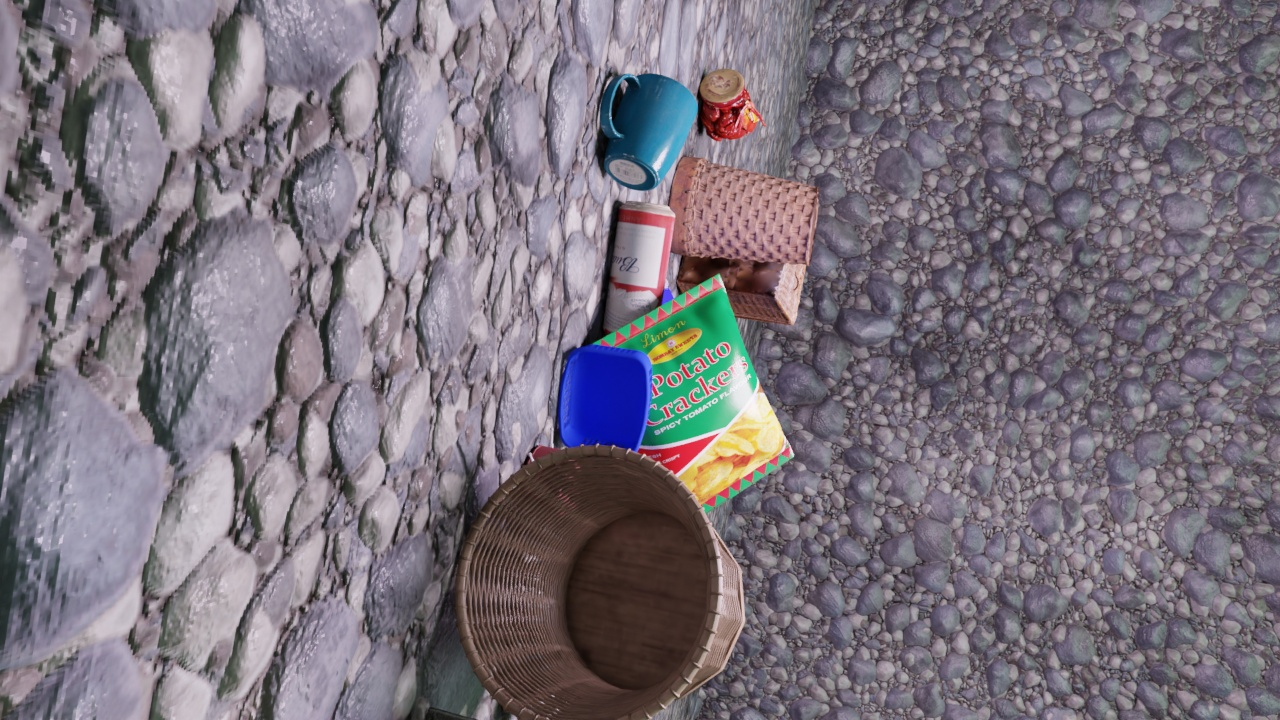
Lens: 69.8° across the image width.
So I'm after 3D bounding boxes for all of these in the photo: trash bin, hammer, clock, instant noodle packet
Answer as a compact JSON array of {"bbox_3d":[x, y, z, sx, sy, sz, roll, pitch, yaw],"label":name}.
[{"bbox_3d":[0.159,-0.223,1.388,0.151,0.210,0.151,10,89,-78],"label":"trash bin"},{"bbox_3d":[-0.156,0.267,0.626,0.330,0.132,0.033,46,54,-62],"label":"hammer"},{"bbox_3d":[-0.090,0.139,0.926,0.087,0.044,0.125,-52,150,-65],"label":"clock"},{"bbox_3d":[0.062,0.054,1.081,0.090,0.195,0.253,13,-50,65],"label":"instant noodle packet"}]

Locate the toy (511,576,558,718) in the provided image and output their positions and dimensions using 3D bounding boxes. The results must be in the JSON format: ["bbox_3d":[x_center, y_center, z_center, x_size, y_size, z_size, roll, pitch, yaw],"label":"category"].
[{"bbox_3d":[-0.106,0.325,0.961,0.106,0.130,0.205,-10,-89,59],"label":"toy"}]

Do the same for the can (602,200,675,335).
[{"bbox_3d":[-0.003,-0.101,1.084,0.067,0.067,0.170,-23,122,-75],"label":"can"}]

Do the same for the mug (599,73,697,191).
[{"bbox_3d":[-0.002,-0.248,0.978,0.112,0.085,0.104,41,62,-43],"label":"mug"}]

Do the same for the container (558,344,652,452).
[{"bbox_3d":[-0.035,0.040,0.989,0.058,0.096,0.114,-50,148,-76],"label":"container"}]

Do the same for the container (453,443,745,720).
[{"bbox_3d":[-0.017,0.207,0.812,0.196,0.227,0.226,46,54,-65],"label":"container"}]

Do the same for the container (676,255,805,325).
[{"bbox_3d":[0.166,-0.141,1.521,0.112,0.199,0.113,45,58,-61],"label":"container"}]

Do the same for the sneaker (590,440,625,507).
[{"bbox_3d":[-0.008,0.123,1.184,0.120,0.095,0.234,90,13,-46],"label":"sneaker"}]

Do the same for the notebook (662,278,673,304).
[{"bbox_3d":[0.039,-0.031,1.232,0.171,0.022,0.208,64,15,-1],"label":"notebook"}]

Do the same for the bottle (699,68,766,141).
[{"bbox_3d":[0.142,-0.394,1.452,0.111,0.099,0.098,66,35,-61],"label":"bottle"}]

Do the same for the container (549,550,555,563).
[{"bbox_3d":[-0.076,0.266,1.025,0.080,0.049,0.129,-113,-157,-60],"label":"container"}]
